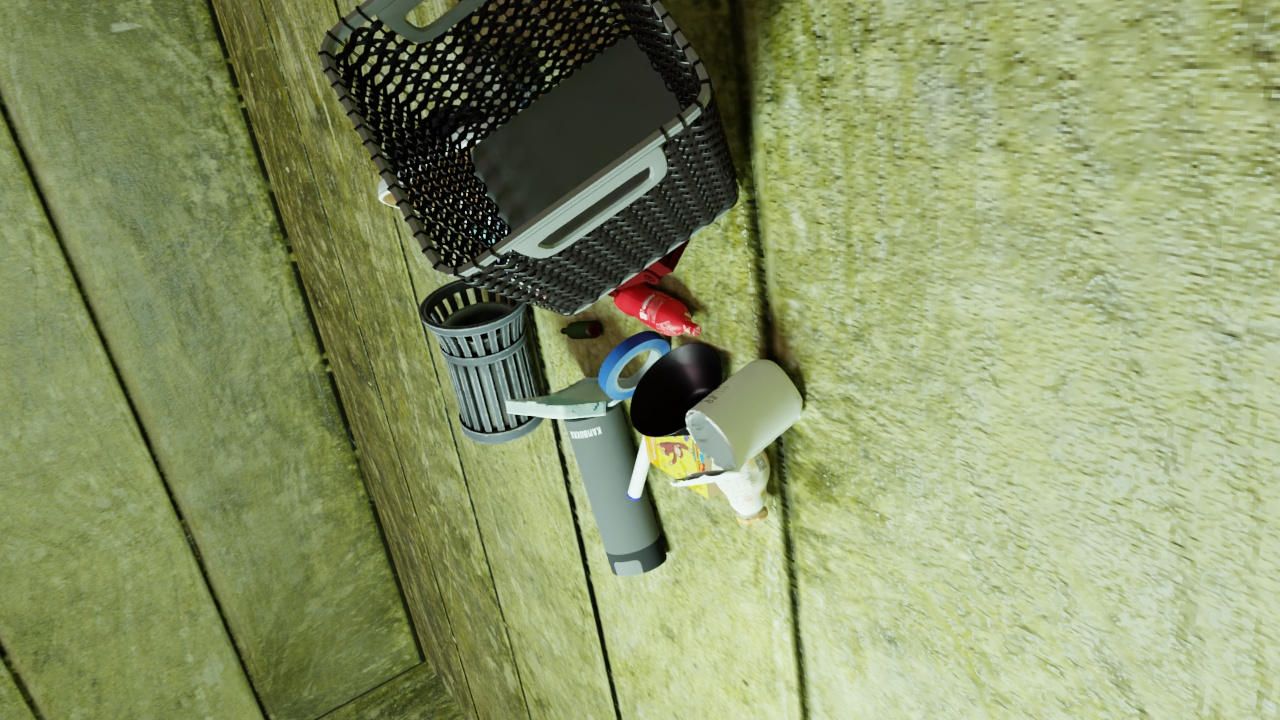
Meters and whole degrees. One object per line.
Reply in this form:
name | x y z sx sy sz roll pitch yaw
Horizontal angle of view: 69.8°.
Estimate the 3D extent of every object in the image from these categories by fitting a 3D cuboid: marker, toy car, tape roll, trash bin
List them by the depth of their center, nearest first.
toy car | -0.012 -0.119 1.013 0.062 0.070 0.170 35 161 -20
tape roll | -0.007 0.006 1.091 0.016 0.092 0.091 49 153 32
marker | 0.007 0.124 1.203 0.020 0.020 0.142 43 132 38
trash bin | -0.236 0.004 1.436 0.164 0.164 0.228 35 142 46

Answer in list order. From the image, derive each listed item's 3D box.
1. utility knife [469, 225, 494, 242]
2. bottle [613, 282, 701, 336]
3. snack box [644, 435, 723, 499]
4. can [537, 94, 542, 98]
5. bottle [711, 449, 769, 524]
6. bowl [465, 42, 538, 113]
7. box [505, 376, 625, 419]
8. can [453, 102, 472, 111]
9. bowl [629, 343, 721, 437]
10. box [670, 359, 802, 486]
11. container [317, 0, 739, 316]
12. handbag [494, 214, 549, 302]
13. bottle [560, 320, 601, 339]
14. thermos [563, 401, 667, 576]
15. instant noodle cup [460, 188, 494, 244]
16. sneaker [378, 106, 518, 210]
utility knife | -0.162 -0.130 1.257 0.168 0.015 0.022 37 151 -16
bottle | 0.021 -0.056 1.049 0.141 0.041 0.042 31 136 48
snack box | 0.055 0.098 1.108 0.126 0.040 0.088 26 132 52
can | -0.052 -0.235 1.014 0.131 0.072 0.101 42 146 40
bottle | 0.111 0.123 1.002 0.063 0.063 0.109 11 121 58
bowl | -0.166 -0.342 1.148 0.115 0.059 0.116 41 143 40
box | -0.088 0.053 1.223 0.197 0.135 0.043 1 105 61
can | -0.235 -0.300 1.298 0.063 0.063 0.114 45 146 36
bowl | 0.053 0.046 1.032 0.052 0.124 0.124 43 169 -35
box | 0.088 0.074 0.906 0.092 0.160 0.081 59 159 -8
container | -0.073 -0.203 0.802 0.245 0.247 0.243 59 -171 15
handbag | -0.118 -0.134 1.164 0.170 0.067 0.145 33 134 49
bottle | -0.087 -0.042 1.272 0.106 0.025 0.025 1 111 61
thermos | -0.034 0.181 1.285 0.082 0.082 0.240 6 116 60
instant noodle cup | -0.204 -0.229 1.253 0.123 0.123 0.122 48 157 32
sneaker | -0.207 -0.265 1.080 0.295 0.120 0.127 -5 79 46
